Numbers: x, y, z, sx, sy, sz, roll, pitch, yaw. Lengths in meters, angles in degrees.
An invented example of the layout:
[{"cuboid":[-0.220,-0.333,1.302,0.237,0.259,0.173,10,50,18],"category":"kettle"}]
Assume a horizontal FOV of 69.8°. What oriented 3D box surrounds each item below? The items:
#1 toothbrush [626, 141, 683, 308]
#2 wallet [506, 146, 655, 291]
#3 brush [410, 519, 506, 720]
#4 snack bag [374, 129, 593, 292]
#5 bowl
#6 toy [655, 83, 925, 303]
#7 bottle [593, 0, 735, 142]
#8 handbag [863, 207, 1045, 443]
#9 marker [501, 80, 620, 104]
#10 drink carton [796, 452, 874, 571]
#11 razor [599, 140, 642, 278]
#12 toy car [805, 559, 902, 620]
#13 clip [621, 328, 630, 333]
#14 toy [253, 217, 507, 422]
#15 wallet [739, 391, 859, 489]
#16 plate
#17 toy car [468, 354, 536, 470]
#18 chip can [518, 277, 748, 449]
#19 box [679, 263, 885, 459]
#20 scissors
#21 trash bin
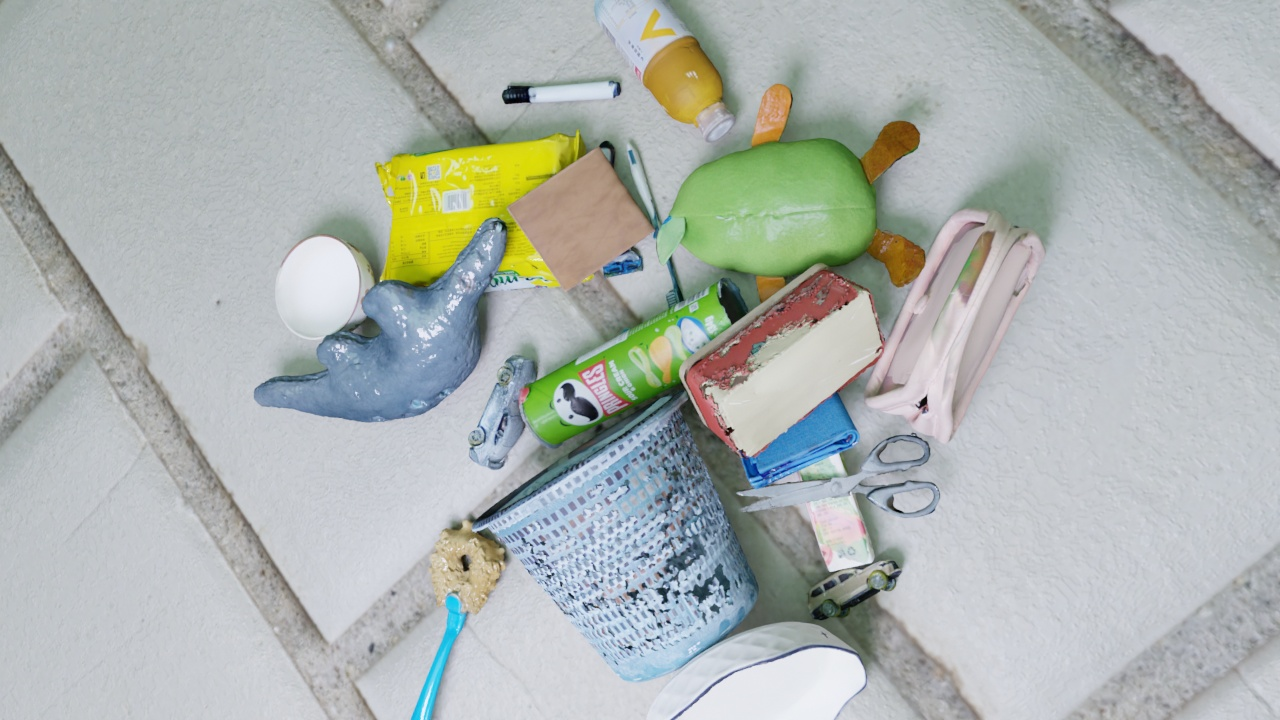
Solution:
[{"cuboid":[0.013,-0.133,0.928,0.018,0.016,0.191,-21,81,24],"category":"toothbrush"},{"cuboid":[-0.057,-0.138,0.893,0.115,0.020,0.101,-36,96,-15],"category":"wallet"},{"cuboid":[-0.202,0.291,0.939,0.083,0.046,0.254,15,85,13],"category":"brush"},{"cuboid":[-0.166,-0.152,0.955,0.247,0.068,0.158,-4,85,17],"category":"snack bag"},{"cuboid":[-0.332,-0.076,0.998,0.114,0.062,0.113,-2,85,23],"category":"bowl"},{"cuboid":[0.137,-0.141,0.855,0.247,0.089,0.227,0,98,20],"category":"toy"},{"cuboid":[0.026,-0.299,0.908,0.068,0.068,0.189,-37,77,11],"category":"bottle"},{"cuboid":[0.255,-0.035,0.735,0.093,0.234,0.193,26,93,15],"category":"handbag"},{"cuboid":[-0.084,-0.283,0.966,0.131,0.018,0.022,1,77,17],"category":"marker"},{"cuboid":[0.175,0.128,0.842,0.045,0.053,0.122,-19,80,14],"category":"drink carton"},{"cuboid":[-0.028,-0.158,0.938,0.043,0.022,0.142,-9,83,13],"category":"razor"},{"cuboid":[0.195,0.207,0.835,0.090,0.042,0.035,-33,64,16],"category":"toy car"},{"cuboid":[0.007,-0.018,0.919,0.056,0.041,0.014,26,94,21],"category":"clip"},{"cuboid":[-0.244,-0.012,0.939,0.357,0.091,0.138,-34,110,23],"category":"toy"},{"cuboid":[0.129,0.046,0.836,0.106,0.040,0.133,-26,40,9],"category":"wallet"},{"cuboid":[0.095,0.295,0.791,0.205,0.205,0.045,-40,45,10],"category":"plate"},{"cuboid":[-0.137,0.053,0.938,0.037,0.054,0.120,21,91,19],"category":"toy car"},{"cuboid":[-0.005,0.005,0.873,0.236,0.072,0.072,-28,79,23],"category":"chip can"},{"cuboid":[0.127,0.002,0.784,0.168,0.091,0.079,-37,39,-10],"category":"box"},{"cuboid":[0.177,0.118,0.806,0.172,0.014,0.145,-45,81,-6],"category":"scissors"},{"cuboid":[-0.005,0.166,0.825,0.227,0.226,0.195,-32,91,12],"category":"trash bin"}]
